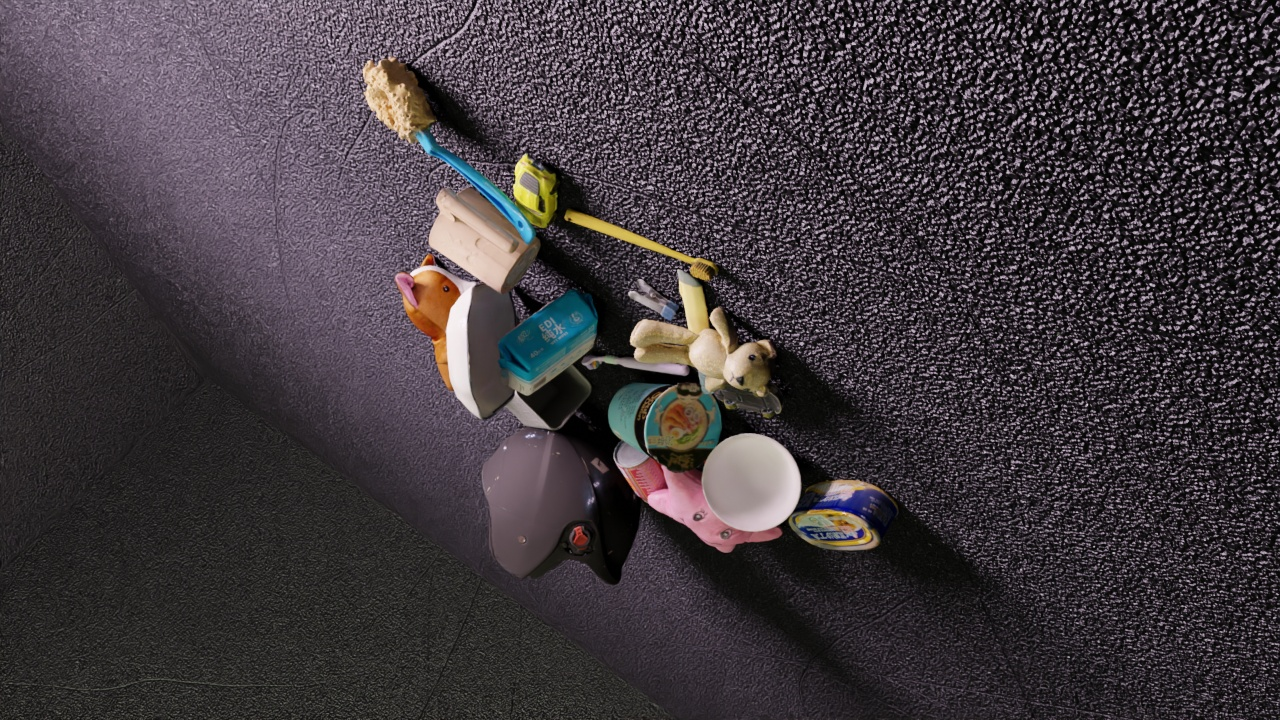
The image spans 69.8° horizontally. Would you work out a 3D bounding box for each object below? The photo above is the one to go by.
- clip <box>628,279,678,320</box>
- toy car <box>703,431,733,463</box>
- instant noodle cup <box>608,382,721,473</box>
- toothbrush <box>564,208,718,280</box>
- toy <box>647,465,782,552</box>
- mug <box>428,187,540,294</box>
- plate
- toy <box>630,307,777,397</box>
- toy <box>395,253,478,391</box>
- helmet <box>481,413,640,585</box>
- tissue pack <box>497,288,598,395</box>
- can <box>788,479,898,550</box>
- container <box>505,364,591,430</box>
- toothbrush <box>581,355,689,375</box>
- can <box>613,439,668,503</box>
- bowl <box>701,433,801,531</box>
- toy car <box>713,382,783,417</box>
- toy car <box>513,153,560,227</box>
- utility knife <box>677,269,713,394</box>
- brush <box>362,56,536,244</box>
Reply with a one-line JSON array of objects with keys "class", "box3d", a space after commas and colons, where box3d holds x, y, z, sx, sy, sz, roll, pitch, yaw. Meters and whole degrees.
[{"class": "clip", "box3d": [0.015, -0.067, 1.010, 0.057, 0.033, 0.025, 31, 157, 2]}, {"class": "toy car", "box3d": [0.120, 0.139, 1.170, 0.106, 0.049, 0.031, 47, 155, -18]}, {"class": "instant noodle cup", "box3d": [0.022, 0.073, 1.144, 0.111, 0.111, 0.121, 52, 161, -26]}, {"class": "toothbrush", "box3d": [-0.003, -0.120, 0.944, 0.190, 0.016, 0.016, 25, 151, 28]}, {"class": "toy", "box3d": [0.101, 0.199, 1.261, 0.194, 0.074, 0.179, 36, 143, -15]}, {"class": "mug", "box3d": [-0.180, -0.143, 1.058, 0.103, 0.084, 0.125, 36, 169, 3]}, {"class": "plate", "box3d": [-0.195, -0.017, 1.141, 0.034, 0.162, 0.265, -2, -172, 4]}, {"class": "toy", "box3d": [0.065, -0.006, 0.969, 0.157, 0.066, 0.105, 13, 122, 17]}, {"class": "toy", "box3d": [-0.260, -0.054, 1.288, 0.199, 0.130, 0.140, 56, -169, -10]}, {"class": "helmet", "box3d": [-0.110, 0.212, 1.398, 0.274, 0.230, 0.233, 35, -175, -3]}, {"class": "tissue pack", "box3d": [-0.114, -0.023, 1.118, 0.063, 0.139, 0.090, 48, 162, 12]}, {"class": "can", "box3d": [0.237, 0.184, 1.086, 0.074, 0.049, 0.148, 44, 154, -12]}, {"class": "container", "box3d": [-0.147, 0.044, 1.329, 0.090, 0.090, 0.114, 48, 156, -17]}, {"class": "toothbrush", "box3d": [-0.007, 0.007, 1.158, 0.189, 0.029, 0.021, 5, 101, 49]}, {"class": "can", "box3d": [0.009, 0.157, 1.328, 0.067, 0.066, 0.094, 14, 145, 42]}, {"class": "bowl", "box3d": [0.139, 0.142, 1.116, 0.118, 0.118, 0.064, 34, -167, 11]}, {"class": "toy car", "box3d": [0.119, 0.033, 1.012, 0.090, 0.035, 0.042, 14, 147, 41]}, {"class": "toy car", "box3d": [-0.115, -0.176, 0.985, 0.048, 0.032, 0.105, 35, 156, 9]}, {"class": "utility knife", "box3d": [0.064, -0.023, 1.011, 0.031, 0.021, 0.207, 22, 143, 27]}, {"class": "brush", "box3d": [-0.205, -0.224, 0.995, 0.254, 0.045, 0.083, 45, 147, -3]}]
